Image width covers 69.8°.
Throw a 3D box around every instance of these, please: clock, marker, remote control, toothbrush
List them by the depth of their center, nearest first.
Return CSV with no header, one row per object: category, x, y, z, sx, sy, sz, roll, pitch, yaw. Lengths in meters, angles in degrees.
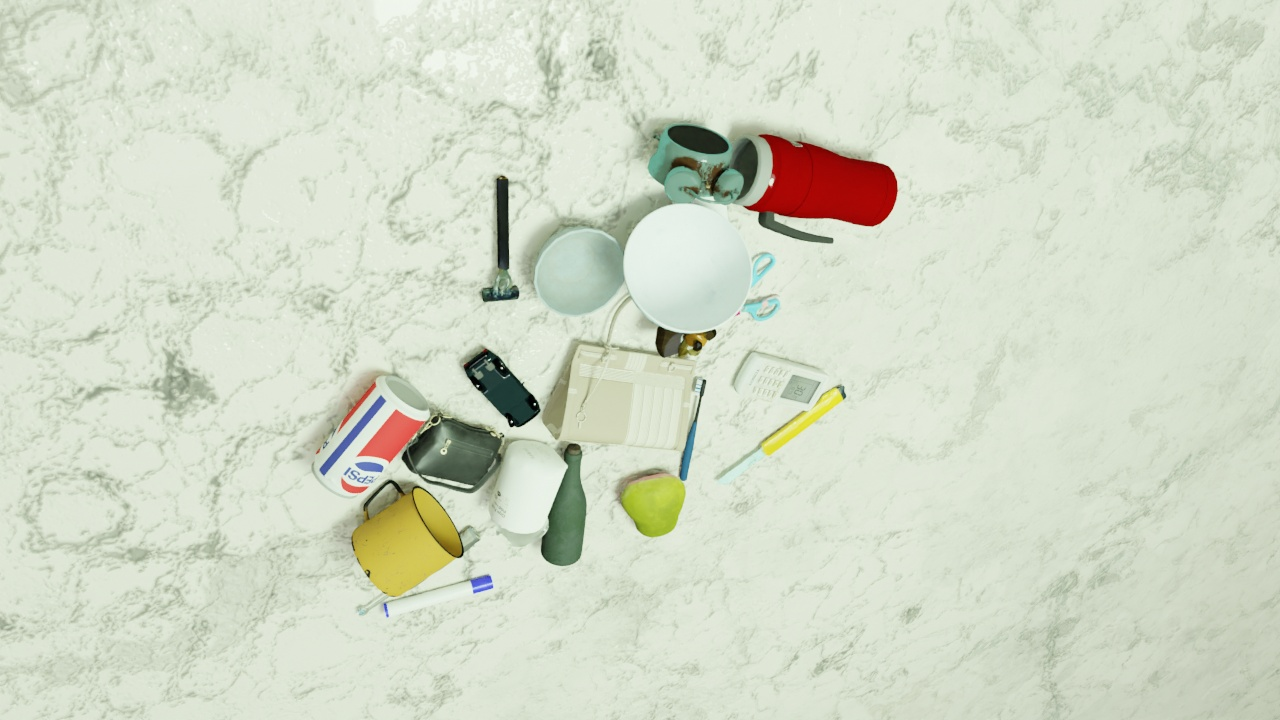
clock,0.059,-0.201,0.960,0.090,0.124,0.053,-4,131,-23
toothbrush,-0.285,0.275,1.177,0.185,0.022,0.024,-35,126,1
marker,-0.265,0.311,1.210,0.141,0.020,0.020,-12,125,-18
toothbrush,0.069,0.095,1.226,0.014,0.014,0.168,13,122,6
remote control,0.190,0.029,1.232,0.138,0.025,0.060,14,114,-31

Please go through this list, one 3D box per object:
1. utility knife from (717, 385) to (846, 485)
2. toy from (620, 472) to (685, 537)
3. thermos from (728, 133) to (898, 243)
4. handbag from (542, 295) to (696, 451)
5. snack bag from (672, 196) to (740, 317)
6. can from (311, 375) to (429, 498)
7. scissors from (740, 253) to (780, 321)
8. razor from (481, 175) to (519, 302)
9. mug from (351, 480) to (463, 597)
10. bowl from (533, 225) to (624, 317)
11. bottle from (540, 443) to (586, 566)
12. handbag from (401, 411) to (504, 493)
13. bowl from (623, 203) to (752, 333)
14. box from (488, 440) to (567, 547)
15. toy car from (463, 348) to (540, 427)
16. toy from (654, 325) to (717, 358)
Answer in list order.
utility knife,0.200,0.108,1.294,0.223,0.019,0.030,-38,123,-4
toy,0.018,0.200,1.248,0.090,0.051,0.110,-12,128,-15
thermos,0.192,-0.191,1.049,0.198,0.084,0.108,4,97,-29
handbag,-0.007,0.007,1.120,0.175,0.062,0.198,8,108,-29
snack bag,0.078,-0.124,1.087,0.070,0.016,0.197,-23,128,-15
can,-0.298,0.084,1.014,0.070,0.070,0.132,34,102,-37
scissors,0.128,-0.083,1.123,0.140,0.015,0.111,-13,123,-41
razor,-0.147,-0.125,0.979,0.042,0.022,0.144,-8,124,-22
mug,-0.285,0.208,1.092,0.094,0.100,0.123,-34,88,1
bowl,-0.072,-0.104,1.016,0.106,0.039,0.106,-12,125,-18
bottle,-0.094,0.183,1.184,0.055,0.055,0.174,-4,121,-23
handbag,-0.213,0.105,1.071,0.128,0.054,0.079,23,103,-47
bowl,0.045,-0.094,1.025,0.144,0.074,0.144,2,80,-12
box,-0.141,0.170,1.140,0.089,0.080,0.143,-3,125,-45
toy car,-0.160,0.033,1.067,0.046,0.034,0.112,-36,128,0
toy,0.057,-0.029,1.061,0.076,0.100,0.062,-41,114,-16
